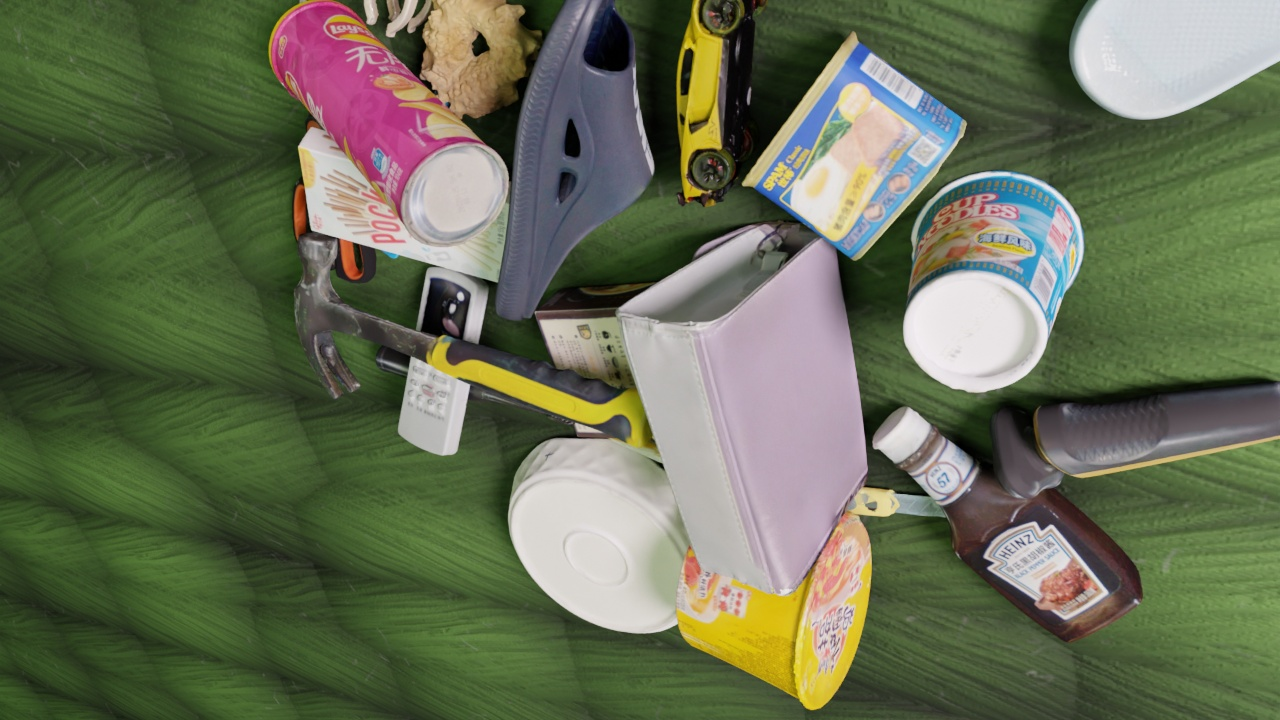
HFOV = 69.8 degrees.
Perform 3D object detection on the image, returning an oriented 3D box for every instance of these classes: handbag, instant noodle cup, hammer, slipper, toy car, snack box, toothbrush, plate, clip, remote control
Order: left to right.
[{"bbox_3d":[-0.167,-0.111,0.672,0.157,0.026,0.085,15,142,0],"label":"snack box"},{"bbox_3d":[-0.147,-0.260,0.596,0.071,0.034,0.100,33,122,5],"label":"clip"},{"bbox_3d":[-0.160,0.000,0.738,0.058,0.021,0.150,20,104,30],"label":"remote control"},{"bbox_3d":[-0.135,0.001,0.687,0.324,0.031,0.126,18,113,23],"label":"hammer"},{"bbox_3d":[-0.138,0.020,0.752,0.213,0.026,0.027,15,133,32],"label":"toothbrush"},{"bbox_3d":[-0.034,-0.126,0.588,0.083,0.110,0.269,17,135,-4],"label":"slipper"},{"bbox_3d":[-0.030,0.056,0.750,0.191,0.016,0.018,20,172,16],"label":"toothbrush"},{"bbox_3d":[-0.030,0.161,0.803,0.205,0.045,0.205,13,126,19],"label":"plate"},{"bbox_3d":[-0.004,0.004,0.679,0.126,0.053,0.113,-1,120,29],"label":"snack box"},{"bbox_3d":[0.046,-0.165,0.531,0.041,0.071,0.156,12,123,16],"label":"toy car"},{"bbox_3d":[0.077,0.026,0.596,0.099,0.144,0.197,13,128,47],"label":"handbag"},{"bbox_3d":[0.100,0.177,0.695,0.110,0.137,0.138,10,125,33],"label":"instant noodle cup"},{"bbox_3d":[0.192,-0.040,0.510,0.099,0.109,0.099,13,125,19],"label":"instant noodle cup"},{"bbox_3d":[0.296,-0.189,0.380,0.104,0.074,0.246,47,131,-6],"label":"slipper"}]

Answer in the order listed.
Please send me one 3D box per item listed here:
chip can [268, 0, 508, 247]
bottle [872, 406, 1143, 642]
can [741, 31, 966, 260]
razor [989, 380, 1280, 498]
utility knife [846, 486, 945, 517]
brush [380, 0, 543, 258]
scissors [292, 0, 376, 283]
[{"bbox_3d":[-0.165,-0.156,0.585,0.210,0.071,0.072,46,138,34],"label":"chip can"},{"bbox_3d":[0.243,0.106,0.624,0.195,0.043,0.080,41,124,-1],"label":"bottle"},{"bbox_3d":[0.122,-0.120,0.530,0.083,0.057,0.102,36,130,-1],"label":"can"},{"bbox_3d":[0.301,0.045,0.553,0.168,0.062,0.067,-15,143,28],"label":"razor"},{"bbox_3d":[0.147,0.101,0.690,0.211,0.021,0.031,0,127,17],"label":"utility knife"},{"bbox_3d":[-0.146,-0.161,0.660,0.083,0.045,0.255,37,134,-4],"label":"brush"},{"bbox_3d":[-0.231,-0.160,0.706,0.142,0.021,0.236,42,134,12],"label":"scissors"}]
